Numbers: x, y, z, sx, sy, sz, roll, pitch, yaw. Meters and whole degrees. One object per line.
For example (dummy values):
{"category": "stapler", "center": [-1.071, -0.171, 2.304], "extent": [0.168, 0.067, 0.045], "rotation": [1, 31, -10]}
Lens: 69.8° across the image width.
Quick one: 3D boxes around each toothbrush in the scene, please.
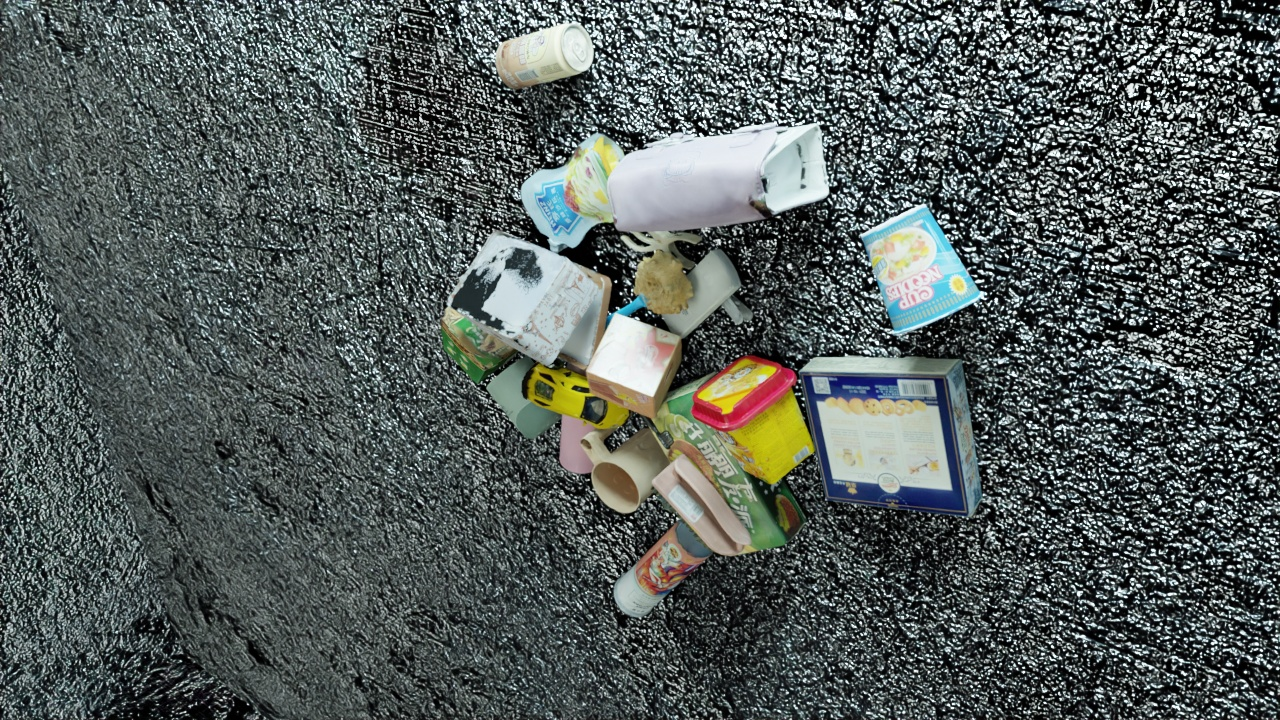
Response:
{"category": "toothbrush", "center": [-0.021, 0.036, 1.235], "extent": [0.027, 0.026, 0.212], "rotation": [-51, 64, 26]}

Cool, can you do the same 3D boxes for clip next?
{"category": "clip", "center": [0.024, -0.144, 1.152], "extent": [0.103, 0.034, 0.076], "rotation": [32, 130, 10]}
{"category": "clip", "center": [0.115, -0.070, 1.135], "extent": [0.056, 0.027, 0.024], "rotation": [48, 134, 20]}

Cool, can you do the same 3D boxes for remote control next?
{"category": "remote control", "center": [0.073, -0.082, 1.148], "extent": [0.135, 0.019, 0.056], "rotation": [-44, 68, 46]}

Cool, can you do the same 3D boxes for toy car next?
{"category": "toy car", "center": [-0.088, 0.049, 1.266], "extent": [0.156, 0.041, 0.071], "rotation": [21, 122, 5]}

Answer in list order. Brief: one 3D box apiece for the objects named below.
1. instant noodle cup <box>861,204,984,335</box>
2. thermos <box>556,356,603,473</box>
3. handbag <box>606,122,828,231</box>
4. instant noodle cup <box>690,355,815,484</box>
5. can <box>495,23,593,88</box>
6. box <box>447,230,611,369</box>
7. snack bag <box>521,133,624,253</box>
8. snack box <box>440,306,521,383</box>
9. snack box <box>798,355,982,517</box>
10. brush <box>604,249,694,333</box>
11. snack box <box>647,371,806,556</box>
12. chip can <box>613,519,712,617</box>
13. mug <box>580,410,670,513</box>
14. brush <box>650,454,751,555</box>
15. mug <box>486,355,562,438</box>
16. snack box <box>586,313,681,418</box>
{"category": "instant noodle cup", "center": [0.279, -0.095, 0.934], "extent": [0.099, 0.099, 0.110], "rotation": [-26, 90, 45]}
{"category": "thermos", "center": [-0.092, 0.072, 1.342], "extent": [0.067, 0.087, 0.199], "rotation": [-108, 19, -51]}
{"category": "handbag", "center": [0.080, -0.197, 0.992], "extent": [0.197, 0.144, 0.098], "rotation": [3, 120, 37]}
{"category": "instant noodle cup", "center": [0.144, 0.075, 1.124], "extent": [0.124, 0.116, 0.116], "rotation": [58, 165, -22]}
{"category": "can", "center": [-0.118, -0.368, 1.111], "extent": [0.116, 0.058, 0.058], "rotation": [1, 116, 39]}
{"category": "box", "center": [-0.133, -0.076, 1.248], "extent": [0.182, 0.148, 0.158], "rotation": [26, 169, 44]}
{"category": "snack bag", "center": [-0.084, -0.213, 1.195], "extent": [0.192, 0.038, 0.110], "rotation": [-21, 106, 47]}
{"category": "snack box", "center": [-0.233, -0.033, 1.384], "extent": [0.117, 0.118, 0.106], "rotation": [45, 147, 9]}
{"category": "snack box", "center": [0.288, 0.085, 1.064], "extent": [0.178, 0.045, 0.182], "rotation": [1, 116, 39]}
{"category": "brush", "center": [-0.012, -0.071, 1.203], "extent": [0.083, 0.045, 0.255], "rotation": [54, 146, -4]}
{"category": "snack box", "center": [0.111, 0.142, 1.230], "extent": [0.115, 0.063, 0.240], "rotation": [-24, 98, 46]}
{"category": "chip can", "center": [0.035, 0.314, 1.394], "extent": [0.071, 0.071, 0.215], "rotation": [45, 134, 9]}
{"category": "mug", "center": [-0.017, 0.138, 1.305], "extent": [0.084, 0.103, 0.124], "rotation": [-33, 93, 45]}
{"category": "brush", "center": [0.083, 0.193, 1.193], "extent": [0.145, 0.063, 0.073], "rotation": [48, 147, 6]}
{"category": "mug", "center": [-0.173, 0.061, 1.410], "extent": [0.106, 0.082, 0.112], "rotation": [51, 166, 2]}
{"category": "snack box", "center": [-0.007, 0.007, 1.190], "extent": [0.094, 0.092, 0.077], "rotation": [21, 158, 12]}
